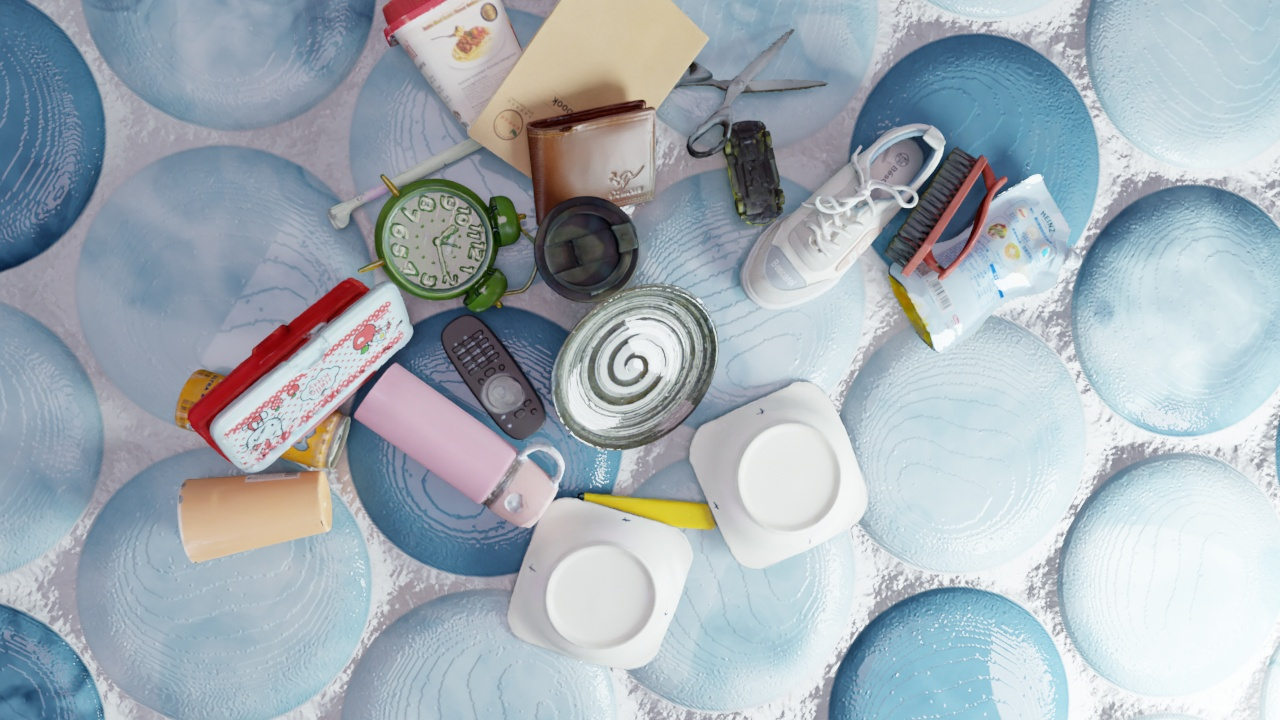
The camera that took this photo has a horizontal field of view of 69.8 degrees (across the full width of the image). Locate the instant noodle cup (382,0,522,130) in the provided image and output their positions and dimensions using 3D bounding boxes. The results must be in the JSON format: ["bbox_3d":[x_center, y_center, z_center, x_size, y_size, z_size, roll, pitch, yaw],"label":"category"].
[{"bbox_3d":[-0.160,-0.285,0.843,0.116,0.116,0.124,-32,108,-4],"label":"instant noodle cup"}]

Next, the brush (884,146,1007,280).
[{"bbox_3d":[0.308,-0.147,0.909,0.069,0.063,0.145,34,71,8],"label":"brush"}]

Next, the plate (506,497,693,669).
[{"bbox_3d":[-0.040,0.228,0.908,0.163,0.034,0.164,17,99,-7],"label":"plate"}]

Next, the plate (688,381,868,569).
[{"bbox_3d":[0.146,0.117,0.922,0.164,0.034,0.163,-25,94,-10],"label":"plate"}]

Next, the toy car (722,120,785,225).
[{"bbox_3d":[0.110,-0.184,0.909,0.048,0.032,0.105,-12,87,-3],"label":"toy car"}]

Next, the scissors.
[{"bbox_3d":[0.094,-0.266,0.900,0.181,0.014,0.159,10,76,2],"label":"scissors"}]

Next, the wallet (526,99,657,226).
[{"bbox_3d":[-0.044,-0.184,0.863,0.124,0.032,0.101,-16,131,-16],"label":"wallet"}]

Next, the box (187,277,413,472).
[{"bbox_3d":[-0.297,0.002,0.808,0.095,0.101,0.201,42,65,3],"label":"box"}]

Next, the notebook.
[{"bbox_3d":[-0.045,-0.254,0.844,0.147,0.008,0.208,30,102,-41],"label":"notebook"}]

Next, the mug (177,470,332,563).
[{"bbox_3d":[-0.357,0.140,0.860,0.122,0.078,0.078,-8,94,-11],"label":"mug"}]

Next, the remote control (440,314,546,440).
[{"bbox_3d":[-0.143,0.016,0.898,0.053,0.024,0.136,-35,97,-5],"label":"remote control"}]

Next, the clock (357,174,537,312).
[{"bbox_3d":[-0.175,-0.109,0.866,0.161,0.056,0.116,13,97,-15],"label":"clock"}]

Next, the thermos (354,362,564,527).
[{"bbox_3d":[-0.167,0.077,0.876,0.198,0.067,0.087,35,103,-5],"label":"thermos"}]

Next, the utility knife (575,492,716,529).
[{"bbox_3d":[0.036,0.158,0.930,0.223,0.015,0.033,6,96,-7],"label":"utility knife"}]

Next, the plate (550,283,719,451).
[{"bbox_3d":[-0.005,0.005,0.883,0.179,0.024,0.180,-13,123,-21],"label":"plate"}]

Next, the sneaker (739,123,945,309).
[{"bbox_3d":[0.202,-0.139,0.894,0.242,0.091,0.089,-43,95,-2],"label":"sneaker"}]

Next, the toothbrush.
[{"bbox_3d":[-0.213,-0.180,0.884,0.189,0.020,0.029,-30,63,-5],"label":"toothbrush"}]

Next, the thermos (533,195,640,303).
[{"bbox_3d":[-0.050,-0.098,0.842,0.093,0.143,0.093,0,92,-5],"label":"thermos"}]

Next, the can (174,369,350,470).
[{"bbox_3d":[-0.353,0.056,0.861,0.146,0.058,0.058,18,91,-7],"label":"can"}]

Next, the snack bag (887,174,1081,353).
[{"bbox_3d":[0.355,-0.098,0.939,0.191,0.039,0.110,-31,84,-4],"label":"snack bag"}]
